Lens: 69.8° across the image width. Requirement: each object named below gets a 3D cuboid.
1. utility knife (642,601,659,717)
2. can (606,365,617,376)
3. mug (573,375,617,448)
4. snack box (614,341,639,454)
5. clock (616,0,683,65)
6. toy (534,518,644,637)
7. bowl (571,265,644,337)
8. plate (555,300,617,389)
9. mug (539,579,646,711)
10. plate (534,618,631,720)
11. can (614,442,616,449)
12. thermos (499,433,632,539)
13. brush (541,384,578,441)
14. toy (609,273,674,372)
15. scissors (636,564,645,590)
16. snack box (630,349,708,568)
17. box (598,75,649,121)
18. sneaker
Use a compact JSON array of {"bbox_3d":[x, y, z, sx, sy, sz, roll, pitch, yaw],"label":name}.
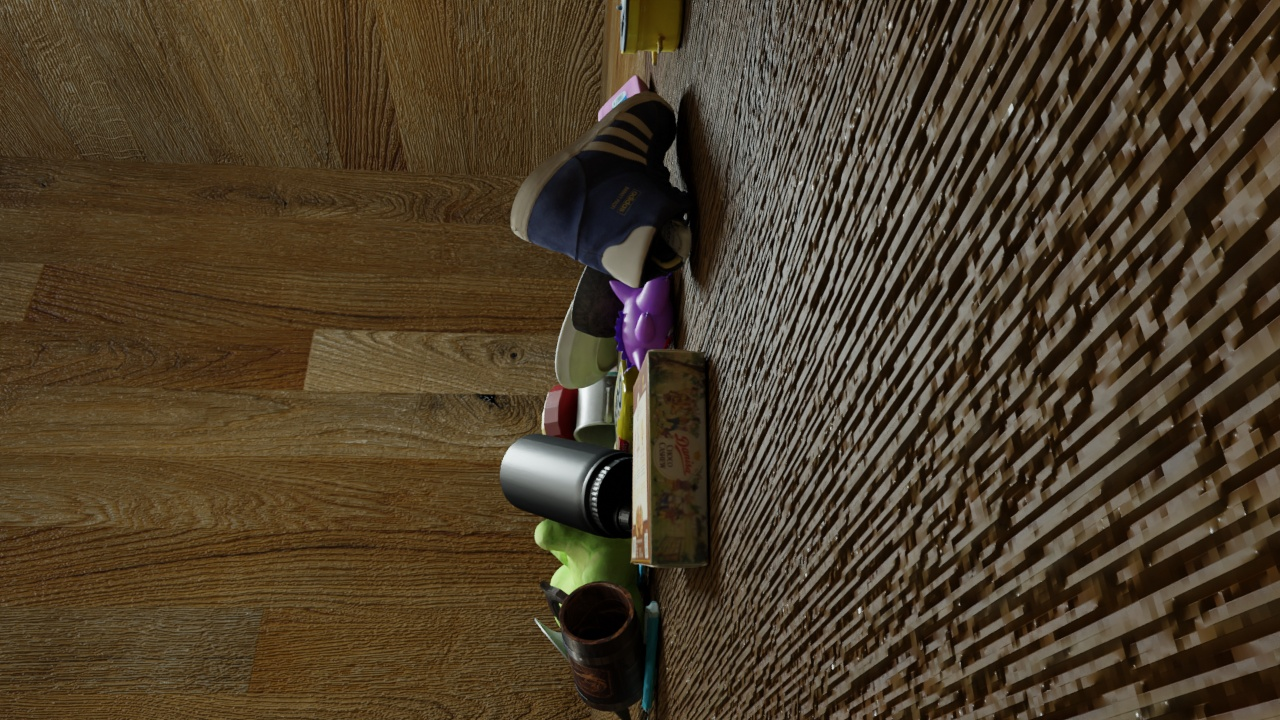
[{"bbox_3d":[0.007,0.319,0.896,0.022,0.015,0.167,-129,42,-84],"label":"utility knife"},{"bbox_3d":[-0.037,-0.024,1.321,0.055,0.055,0.101,172,99,-86],"label":"can"},{"bbox_3d":[-0.039,0.060,1.135,0.113,0.084,0.070,97,176,-63],"label":"mug"},{"bbox_3d":[-0.006,0.006,0.971,0.121,0.045,0.180,96,174,-48],"label":"snack box"},{"bbox_3d":[0.008,-0.333,0.830,0.083,0.057,0.119,-126,37,-84],"label":"clock"},{"bbox_3d":[-0.046,0.258,1.029,0.150,0.107,0.197,35,149,32],"label":"toy"},{"bbox_3d":[-0.010,-0.071,0.885,0.121,0.056,0.121,-55,-15,-24],"label":"bowl"},{"bbox_3d":[-0.035,-0.044,1.067,0.181,0.034,0.183,-54,-21,-31],"label":"plate"},{"bbox_3d":[-0.049,0.278,0.921,0.079,0.116,0.107,-42,-43,-35],"label":"mug"},{"bbox_3d":[-0.057,0.359,1.050,0.178,0.012,0.178,45,166,13],"label":"plate"},{"bbox_3d":[-0.014,0.124,1.084,0.080,0.038,0.038,97,173,-52],"label":"can"},{"bbox_3d":[-0.057,0.127,0.929,0.199,0.086,0.086,4,93,53],"label":"thermos"},{"bbox_3d":[-0.072,0.097,1.209,0.173,0.042,0.082,40,-133,-46],"label":"brush"},{"bbox_3d":[0.002,-0.032,0.815,0.106,0.056,0.088,-54,-37,-85],"label":"toy"},{"bbox_3d":[-0.003,0.263,1.090,0.118,0.013,0.140,-110,24,-74],"label":"scissors"},{"bbox_3d":[0.018,0.077,0.673,0.143,0.041,0.147,111,160,-77],"label":"snack box"},{"bbox_3d":[0.000,-0.259,1.100,0.090,0.091,0.213,-41,24,17],"label":"box"},{"bbox_3d":[0.012,-0.141,0.751,0.232,0.118,0.092,-43,-24,-47],"label":"sneaker"}]
